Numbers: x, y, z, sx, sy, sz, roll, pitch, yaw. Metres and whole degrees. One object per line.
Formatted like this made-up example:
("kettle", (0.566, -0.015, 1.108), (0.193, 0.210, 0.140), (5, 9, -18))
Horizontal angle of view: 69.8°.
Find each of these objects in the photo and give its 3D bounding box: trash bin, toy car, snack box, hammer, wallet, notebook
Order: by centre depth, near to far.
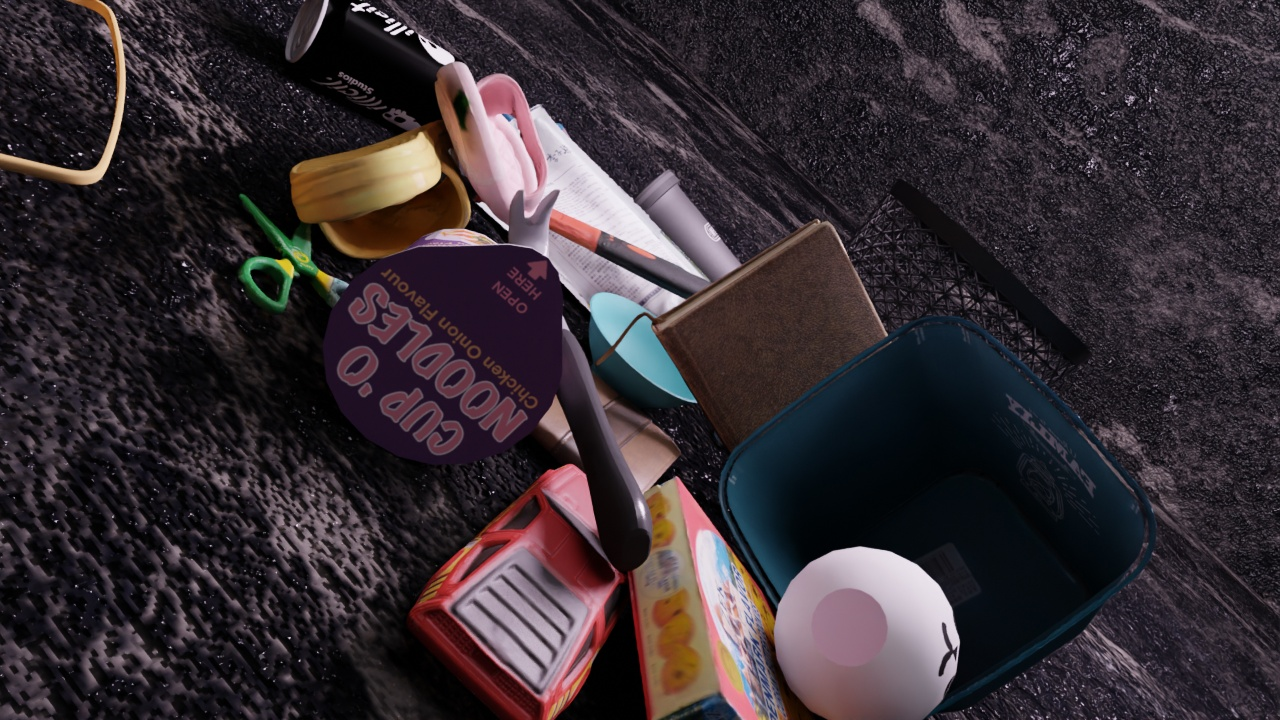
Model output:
("toy car", (-0.044, 0.108, 0.459), (0.081, 0.056, 0.189), (44, 19, 2))
("snack box", (0.045, 0.156, 0.467), (0.145, 0.040, 0.142), (55, 13, -31))
("hammer", (-0.043, 0.000, 0.544), (0.029, 0.125, 0.310), (-3, 34, -17))
("trash bin", (0.198, 0.125, 0.609), (0.196, 0.199, 0.218), (58, 7, 35))
("wallet", (-0.026, 0.052, 0.631), (0.098, 0.027, 0.121), (41, 21, 5))
("notebook", (0.100, 0.029, 0.677), (0.215, 0.190, 0.034), (59, -2, -23))
("hammer", (-0.023, -0.096, 0.785), (0.333, 0.033, 0.132), (25, 36, -2))
("trash bin", (0.220, 0.004, 0.815), (0.217, 0.244, 0.216), (39, 17, -14))

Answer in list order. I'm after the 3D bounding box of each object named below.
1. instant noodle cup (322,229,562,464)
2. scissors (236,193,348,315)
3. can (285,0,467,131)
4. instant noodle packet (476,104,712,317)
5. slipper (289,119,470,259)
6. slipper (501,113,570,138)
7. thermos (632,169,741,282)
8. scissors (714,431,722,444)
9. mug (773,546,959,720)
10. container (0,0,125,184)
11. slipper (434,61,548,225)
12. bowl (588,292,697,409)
("instant noodle cup", (-0.104, -0.027, 0.529), (0.122, 0.137, 0.121), (43, 10, -21))
("scissors", (-0.202, -0.056, 0.561), (0.116, 0.012, 0.129), (32, 22, -27))
("can", (-0.228, -0.260, 0.810), (0.146, 0.080, 0.080), (23, 28, -39))
("instant noodle packet", (-0.056, -0.122, 0.856), (0.269, 0.057, 0.146), (45, 50, 10))
("slipper", (-0.164, -0.106, 0.599), (0.263, 0.099, 0.078), (-123, -163, -72))
("slipper", (-0.115, -0.228, 0.972), (0.214, 0.059, 0.103), (42, 24, 5))
("thermos", (0.059, -0.091, 0.956), (0.218, 0.106, 0.105), (46, 21, -3))
("scissors", (0.112, 0.091, 0.809), (0.129, 0.013, 0.125), (34, 20, -28))
("mug", (0.110, 0.156, 0.458), (0.076, 0.090, 0.123), (44, 55, -55))
("container", (-0.313, -0.148, 0.393), (0.166, 0.129, 0.183), (12, 35, -36))
("slipper", (-0.099, -0.153, 0.655), (0.221, 0.056, 0.107), (-73, 143, -87))
("bowl", (-0.004, 0.004, 0.729), (0.121, 0.046, 0.121), (35, 23, -17))
